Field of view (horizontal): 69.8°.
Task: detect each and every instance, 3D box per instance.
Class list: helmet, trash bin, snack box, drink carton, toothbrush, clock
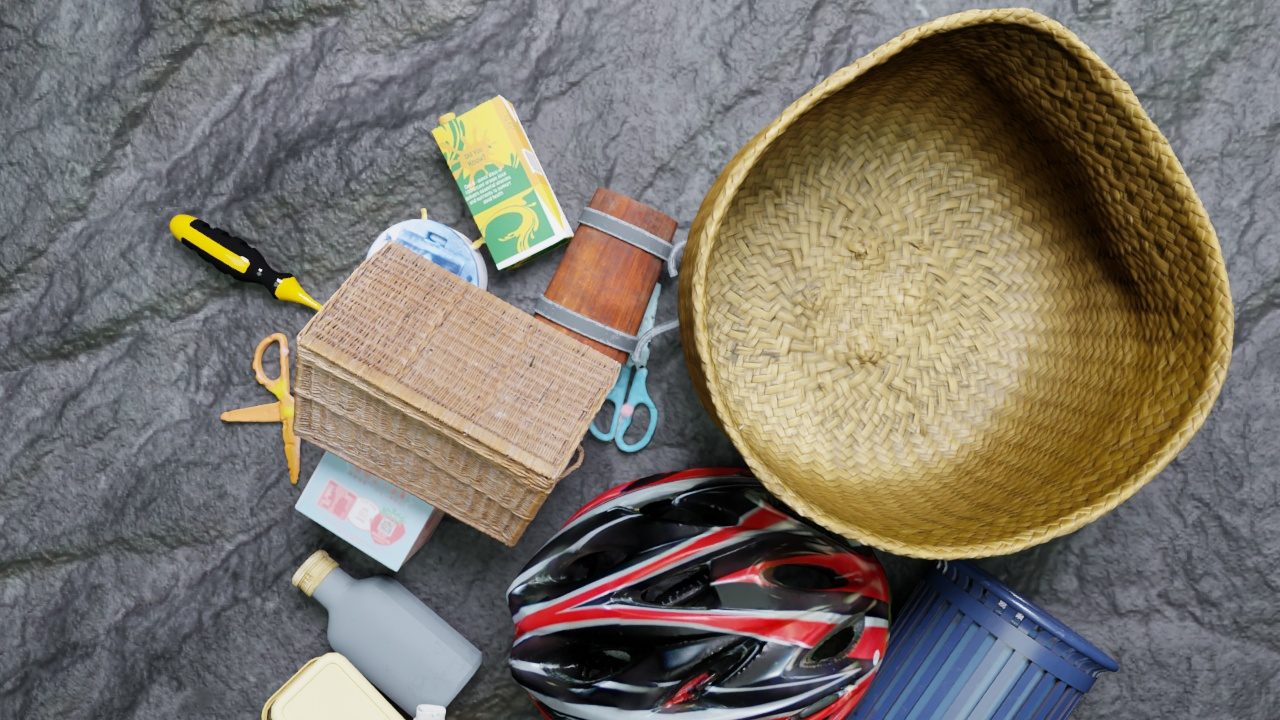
[{"bbox_3d":[0.038,0.177,0.644,0.272,0.167,0.217,-14,62,9],"label":"helmet"},{"bbox_3d":[0.201,0.272,0.652,0.139,0.139,0.249,34,93,1],"label":"trash bin"},{"bbox_3d":[-0.193,0.091,0.715,0.093,0.079,0.095,31,100,1],"label":"snack box"},{"bbox_3d":[-0.105,-0.136,0.701,0.058,0.041,0.122,-25,94,8],"label":"drink carton"},{"bbox_3d":[-0.289,-0.061,0.735,0.196,0.031,0.031,31,93,-2],"label":"toothbrush"},{"bbox_3d":[-0.170,-0.050,0.711,0.089,0.052,0.125,27,98,2],"label":"clock"},{"bbox_3d":[-0.090,0.294,0.735,0.181,0.015,0.018,11,105,-13],"label":"toothbrush"}]

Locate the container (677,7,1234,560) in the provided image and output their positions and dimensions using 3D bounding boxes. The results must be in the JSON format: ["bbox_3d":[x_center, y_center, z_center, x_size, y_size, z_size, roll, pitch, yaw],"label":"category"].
[{"bbox_3d":[0.170,-0.037,0.588,0.307,0.196,0.307,0,93,-7],"label":"container"}]

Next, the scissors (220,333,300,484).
[{"bbox_3d":[-0.284,0.040,0.753,0.128,0.011,0.125,-1,95,6],"label":"scissors"}]

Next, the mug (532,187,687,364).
[{"bbox_3d":[-0.008,-0.056,0.682,0.117,0.081,0.111,24,94,-2],"label":"mug"}]

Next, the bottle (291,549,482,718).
[{"bbox_3d":[-0.211,0.218,0.748,0.161,0.046,0.072,40,98,1],"label":"bottle"}]

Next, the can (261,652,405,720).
[{"bbox_3d":[-0.228,0.296,0.719,0.131,0.101,0.072,46,59,0],"label":"can"}]

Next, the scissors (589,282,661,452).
[{"bbox_3d":[-0.004,0.004,0.723,0.056,0.015,0.137,15,91,3],"label":"scissors"}]

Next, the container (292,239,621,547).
[{"bbox_3d":[-0.130,0.026,0.637,0.198,0.113,0.113,29,137,-1],"label":"container"}]
